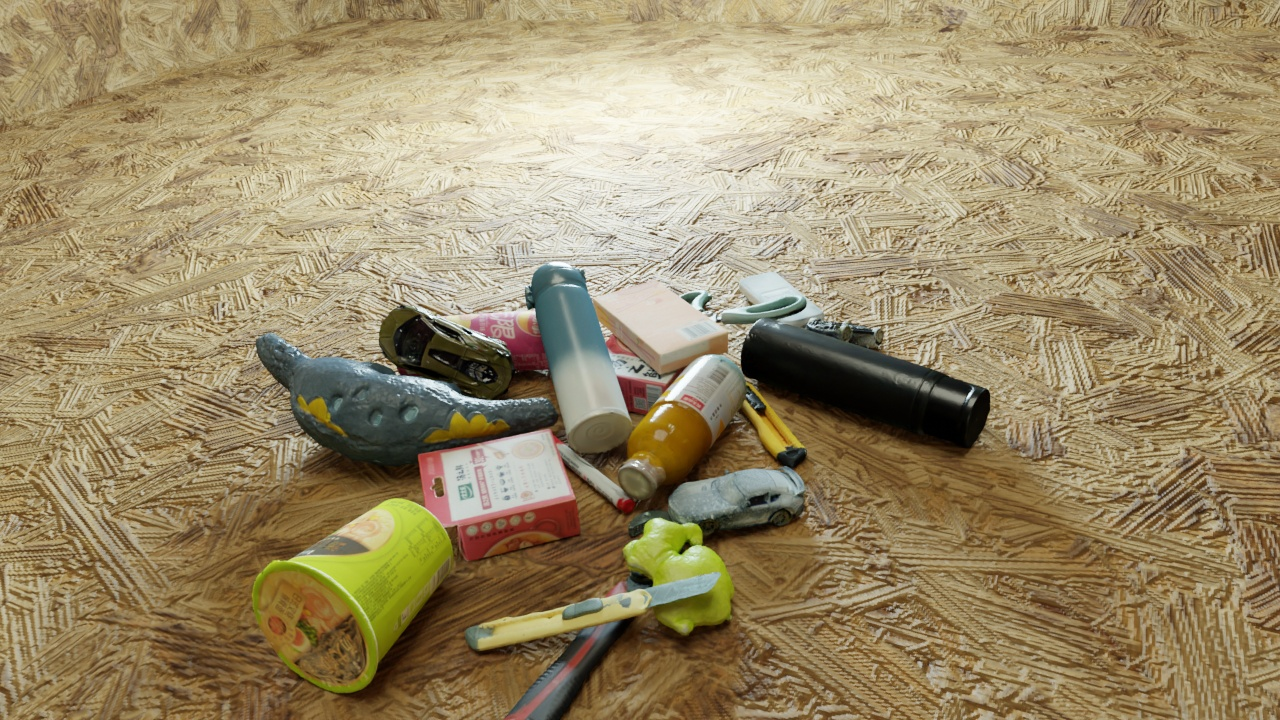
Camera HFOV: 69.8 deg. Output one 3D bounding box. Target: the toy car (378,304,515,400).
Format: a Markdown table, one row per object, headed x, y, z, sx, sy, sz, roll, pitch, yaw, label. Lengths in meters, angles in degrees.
| x | y | z | sx | sy | sz | roll | pitch | yaw | label |
| --- | --- | --- | --- | --- | --- | --- | --- | --- | --- |
| -0.211 | -0.007 | 0.987 | 0.158 | 0.070 | 0.042 | 22 | 6 | 5 | toy car |

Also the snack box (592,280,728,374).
| x | y | z | sx | sy | sz | roll | pitch | yaw | label |
| --- | --- | --- | --- | --- | --- | --- | --- | --- | --- |
| 0.019 | -0.040 | 0.998 | 0.084 | 0.026 | 0.157 | -18 | 33 | -23 | snack box |

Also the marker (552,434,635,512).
| x | y | z | sx | sy | sz | roll | pitch | yaw | label |
| --- | --- | --- | --- | --- | --- | --- | --- | --- | --- |
| -0.053 | 0.104 | 0.867 | 0.017 | 0.017 | 0.145 | -25 | 36 | -29 | marker |

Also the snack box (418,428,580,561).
| x | y | z | sx | sy | sz | roll | pitch | yaw | label |
| --- | --- | --- | --- | --- | --- | --- | --- | --- | --- |
| -0.129 | 0.120 | 0.824 | 0.127 | 0.044 | 0.113 | -11 | 32 | -12 | snack box |

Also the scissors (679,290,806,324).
| x | y | z | sx | sy | sz | roll | pitch | yaw | label |
| --- | --- | --- | --- | --- | --- | --- | --- | --- | --- |
| 0.102 | -0.063 | 1.088 | 0.171 | 0.019 | 0.170 | -12 | 19 | -5 | scissors |

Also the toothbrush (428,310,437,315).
| x | y | z | sx | sy | sz | roll | pitch | yaw | label |
| --- | --- | --- | --- | --- | --- | --- | --- | --- | --- |
| -0.198 | -0.035 | 1.122 | 0.190 | 0.017 | 0.015 | 14 | 36 | 29 | toothbrush |

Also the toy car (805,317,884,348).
| x | y | z | sx | sy | sz | roll | pitch | yaw | label |
| --- | --- | --- | --- | --- | --- | --- | --- | --- | --- |
| 0.225 | -0.027 | 1.011 | 0.105 | 0.031 | 0.049 | 1 | 14 | -43 | toy car |

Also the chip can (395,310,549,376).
| x | y | z | sx | sy | sz | roll | pitch | yaw | label |
| --- | --- | --- | --- | --- | --- | --- | --- | --- | --- |
| -0.168 | -0.020 | 1.039 | 0.210 | 0.071 | 0.071 | -3 | 31 | 4 | chip can |

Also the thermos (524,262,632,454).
| x | y | z | sx | sy | sz | roll | pitch | yaw | label |
| --- | --- | --- | --- | --- | --- | --- | --- | --- | --- |
| -0.067 | -0.010 | 0.933 | 0.070 | 0.070 | 0.220 | -12 | 51 | -11 | thermos |

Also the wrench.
| x | y | z | sx | sy | sz | roll | pitch | yaw | label |
| --- | --- | --- | --- | --- | --- | --- | --- | --- | --- |
| -0.033 | 0.202 | 0.698 | 0.056 | 0.016 | 0.272 | 7 | 32 | 26 | wrench |

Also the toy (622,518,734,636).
| x | y | z | sx | sy | sz | roll | pitch | yaw | label |
| --- | --- | --- | --- | --- | --- | --- | --- | --- | --- |
| 0.033 | 0.166 | 0.718 | 0.100 | 0.031 | 0.096 | 28 | 44 | 20 | toy |

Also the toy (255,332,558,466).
| x | y | z | sx | sy | sz | roll | pitch | yaw | label |
| --- | --- | --- | --- | --- | --- | --- | --- | --- | --- |
| -0.266 | 0.042 | 0.923 | 0.357 | 0.091 | 0.137 | 14 | 36 | 18 | toy |

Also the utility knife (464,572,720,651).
| x | y | z | sx | sy | sz | roll | pitch | yaw | label |
| --- | --- | --- | --- | --- | --- | --- | --- | --- | --- |
| -0.038 | 0.190 | 0.690 | 0.204 | 0.021 | 0.030 | -11 | 32 | 5 | utility knife |

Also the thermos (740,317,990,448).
| x | y | z | sx | sy | sz | roll | pitch | yaw | label |
| --- | --- | --- | --- | --- | --- | --- | --- | --- | --- |
| 0.225 | 0.022 | 0.927 | 0.243 | 0.068 | 0.089 | 21 | 7 | 34 | thermos |

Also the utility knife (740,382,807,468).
| x | y | z | sx | sy | sz | roll | pitch | yaw | label |
| --- | --- | --- | --- | --- | --- | --- | --- | --- | --- |
| 0.114 | 0.045 | 0.941 | 0.033 | 0.015 | 0.216 | -11 | 31 | -14 | utility knife |

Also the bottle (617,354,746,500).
| x | y | z | sx | sy | sz | roll | pitch | yaw | label |
| --- | --- | --- | --- | --- | --- | --- | --- | --- | --- |
| 0.039 | 0.063 | 0.871 | 0.068 | 0.068 | 0.189 | 12 | 35 | 26 | bottle |

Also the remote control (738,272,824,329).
| x | y | z | sx | sy | sz | roll | pitch | yaw | label |
| --- | --- | --- | --- | --- | --- | --- | --- | --- | --- |
| 0.171 | -0.071 | 1.123 | 0.055 | 0.020 | 0.136 | -15 | 32 | -15 | remote control |

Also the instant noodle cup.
| x | y | z | sx | sy | sz | roll | pitch | yaw | label |
| --- | --- | --- | --- | --- | --- | --- | --- | --- | --- |
| -0.210 | 0.169 | 0.705 | 0.112 | 0.112 | 0.123 | 9 | 25 | 22 | instant noodle cup |

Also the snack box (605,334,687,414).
| x | y | z | sx | sy | sz | roll | pitch | yaw | label |
| --- | --- | --- | --- | --- | --- | --- | --- | --- | --- |
| -0.006 | 0.006 | 0.996 | 0.127 | 0.044 | 0.113 | 10 | 34 | 24 | snack box |

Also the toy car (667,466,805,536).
| x | y | z | sx | sy | sz | roll | pitch | yaw | label |
| --- | --- | --- | --- | --- | --- | --- | --- | --- | --- |
| 0.083 | 0.119 | 0.794 | 0.120 | 0.037 | 0.054 | -8 | 31 | -15 | toy car |
